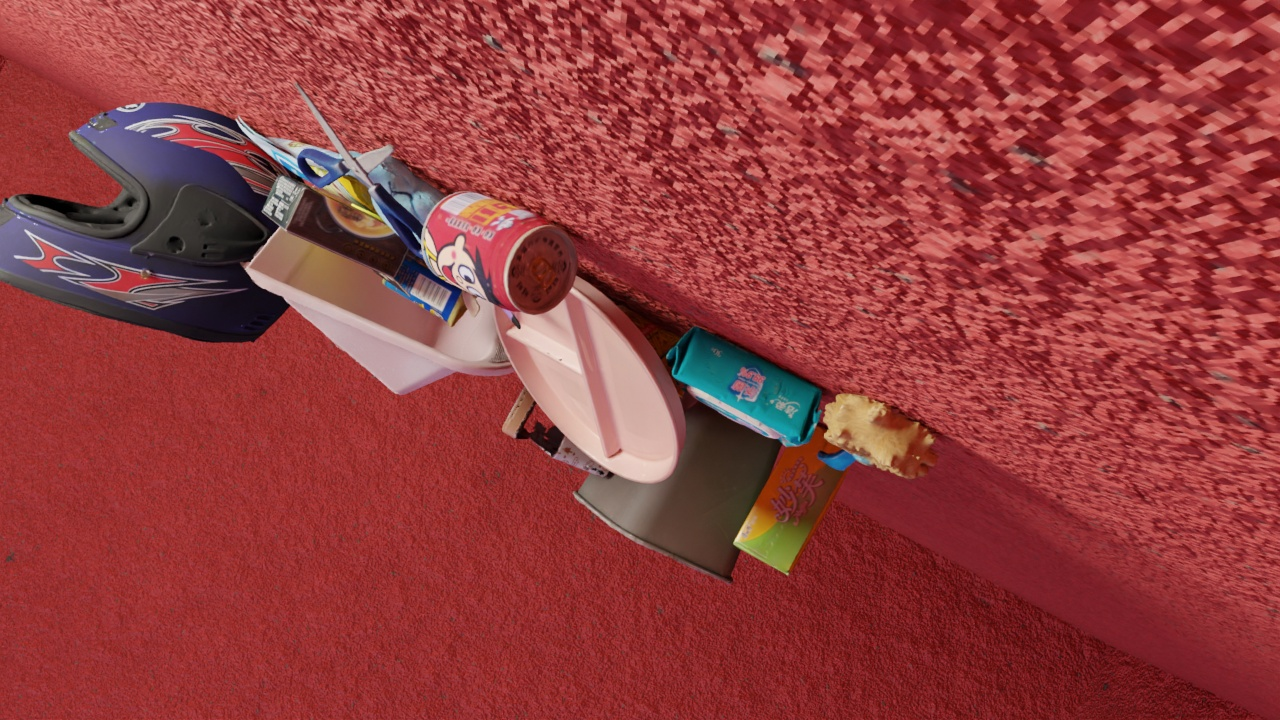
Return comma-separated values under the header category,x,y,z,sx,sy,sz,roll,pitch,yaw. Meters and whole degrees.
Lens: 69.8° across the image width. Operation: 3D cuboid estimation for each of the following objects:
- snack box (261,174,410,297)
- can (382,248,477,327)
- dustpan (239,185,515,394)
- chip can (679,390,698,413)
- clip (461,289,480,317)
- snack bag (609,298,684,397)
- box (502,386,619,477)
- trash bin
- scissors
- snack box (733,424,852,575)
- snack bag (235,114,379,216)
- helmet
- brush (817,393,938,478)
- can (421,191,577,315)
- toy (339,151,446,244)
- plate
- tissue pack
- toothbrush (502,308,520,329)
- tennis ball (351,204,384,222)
category,x,y,z,sx,sy,sz,roll,pitch,yaw
snack box,-0.271,-0.116,0.839,0.125,0.053,0.113,24,-178,-36
can,-0.205,-0.093,0.948,0.083,0.057,0.101,31,-146,-5
dustpan,-0.236,-0.089,0.973,0.273,0.139,0.222,51,-154,-30
chip can,-0.006,0.006,1.005,0.073,0.073,0.217,29,176,-23
clip,-0.171,-0.088,0.893,0.070,0.035,0.100,-29,-103,-44
snack bag,-0.049,-0.035,0.866,0.208,0.073,0.128,35,173,26
box,-0.094,0.032,1.188,0.148,0.181,0.146,25,177,-24
trash bin,0.060,0.138,1.200,0.199,0.219,0.199,29,176,-26
scissors,-0.201,-0.131,0.662,0.176,0.012,0.162,9,147,49
snack box,0.181,0.158,1.053,0.070,0.157,0.210,29,177,14
snack bag,-0.288,-0.176,0.852,0.191,0.039,0.110,26,-173,34
helmet,-0.521,-0.165,1.016,0.315,0.240,0.247,16,-176,-35
brush,0.170,0.070,0.728,0.083,0.045,0.255,24,170,6
can,-0.095,-0.072,0.618,0.094,0.066,0.066,25,175,39
toy,-0.177,-0.117,0.754,0.161,0.049,0.156,34,172,-19
plate,-0.046,0.011,0.809,0.229,0.028,0.230,36,149,26
tissue pack,0.081,0.022,0.745,0.133,0.050,0.093,28,176,8
toothbrush,-0.151,-0.083,0.827,0.189,0.016,0.014,50,154,38
tennis ball,-0.267,-0.141,0.941,0.065,0.065,0.065,28,176,2
